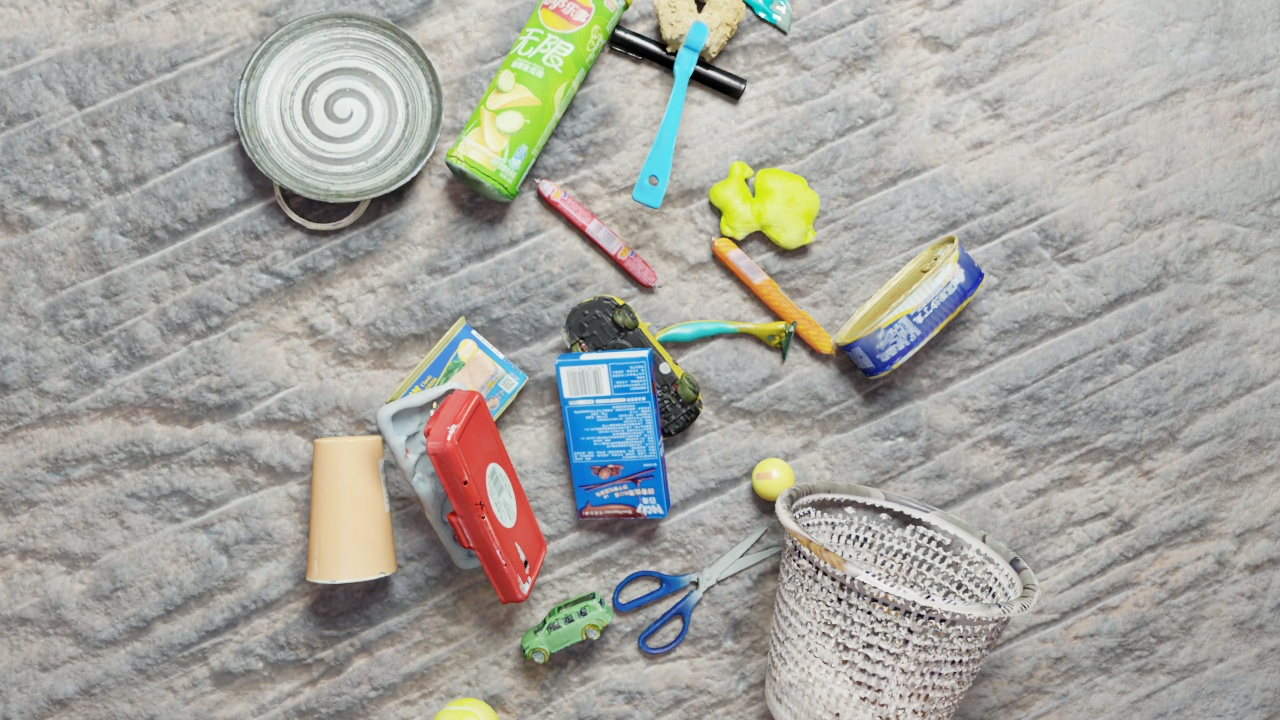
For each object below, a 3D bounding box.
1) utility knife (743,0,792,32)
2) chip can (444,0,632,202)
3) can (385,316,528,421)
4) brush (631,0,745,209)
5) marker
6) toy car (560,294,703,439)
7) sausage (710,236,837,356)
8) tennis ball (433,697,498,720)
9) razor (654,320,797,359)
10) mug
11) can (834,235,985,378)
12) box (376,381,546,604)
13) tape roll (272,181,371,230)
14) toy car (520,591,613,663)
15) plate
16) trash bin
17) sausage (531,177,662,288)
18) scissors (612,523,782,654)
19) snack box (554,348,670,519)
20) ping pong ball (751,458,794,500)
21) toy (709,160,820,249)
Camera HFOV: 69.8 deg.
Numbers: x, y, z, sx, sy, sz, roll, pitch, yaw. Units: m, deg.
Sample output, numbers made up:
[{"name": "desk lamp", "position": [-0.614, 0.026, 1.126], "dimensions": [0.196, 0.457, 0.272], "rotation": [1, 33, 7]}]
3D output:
[{"name": "utility knife", "position": [0.076, -0.361, 0.850], "dimensions": [0.164, 0.013, 0.029], "rotation": [33, 88, -6]}, {"name": "chip can", "position": [-0.091, -0.246, 0.811], "dimensions": [0.072, 0.072, 0.221], "rotation": [31, 89, -6]}, {"name": "can", "position": [-0.163, 0.026, 0.827], "dimensions": [0.083, 0.057, 0.102], "rotation": [42, 89, -9]}, {"name": "brush", "position": [0.034, -0.244, 0.800], "dimensions": [0.083, 0.046, 0.254], "rotation": [20, 68, -14]}, {"name": "marker", "position": [0.035, -0.274, 0.848], "dimensions": [0.132, 0.020, 0.022], "rotation": [21, 99, -6]}, {"name": "toy car", "position": [-0.005, 0.005, 0.843], "dimensions": [0.071, 0.041, 0.156], "rotation": [-38, 99, 19]}, {"name": "sausage", "position": [0.126, -0.060, 0.867], "dimensions": [0.165, 0.021, 0.021], "rotation": [43, 88, -6]}, {"name": "tennis ball", "position": [-0.160, 0.343, 0.839], "dimensions": [0.065, 0.065, 0.065], "rotation": [0, 93, -6]}, {"name": "razor", "position": [0.079, -0.024, 0.861], "dimensions": [0.132, 0.043, 0.028], "rotation": [0, 53, -4]}, {"name": "mug", "position": [-0.258, 0.129, 0.816], "dimensions": [0.078, 0.078, 0.122], "rotation": [-2, 89, -6]}, {"name": "can", "position": [0.251, -0.049, 0.854], "dimensions": [0.148, 0.074, 0.049], "rotation": [-43, 99, -2]}, {"name": "box", "position": [-0.156, 0.115, 0.791], "dimensions": [0.099, 0.095, 0.202], "rotation": [-3, 127, 20]}, {"name": "tape roll", "position": [-0.285, -0.160, 0.825], "dimensions": [0.086, 0.014, 0.086], "rotation": [0, 93, -5]}, {"name": "toy car", "position": [-0.070, 0.248, 0.854], "dimensions": [0.091, 0.043, 0.036], "rotation": [-27, 98, -5]}, {"name": "plate", "position": [-0.263, -0.222, 0.810], "dimensions": [0.179, 0.024, 0.179], "rotation": [1, 82, -7]}, {"name": "trash bin", "position": [0.206, 0.239, 0.808], "dimensions": [0.227, 0.227, 0.192], "rotation": [12, 104, -6]}, {"name": "sausage", "position": [-0.039, -0.118, 0.849], "dimensions": [0.156, 0.020, 0.020], "rotation": [41, 88, -6]}, {"name": "scissors", "position": [0.050, 0.206, 0.879], "dimensions": [0.141, 0.012, 0.171], "rotation": [28, 89, -7]}, {"name": "snack box", "position": [-0.024, 0.068, 0.830], "dimensions": [0.085, 0.026, 0.157], "rotation": [-3, 107, 12]}, {"name": "ping pong ball", "position": [0.125, 0.112, 0.866], "dimensions": [0.040, 0.040, 0.040], "rotation": [0, 93, -6]}, {"name": "toy", "position": [0.119, -0.146, 0.857], "dimensions": [0.100, 0.031, 0.096], "rotation": [-21, 93, -4]}]
